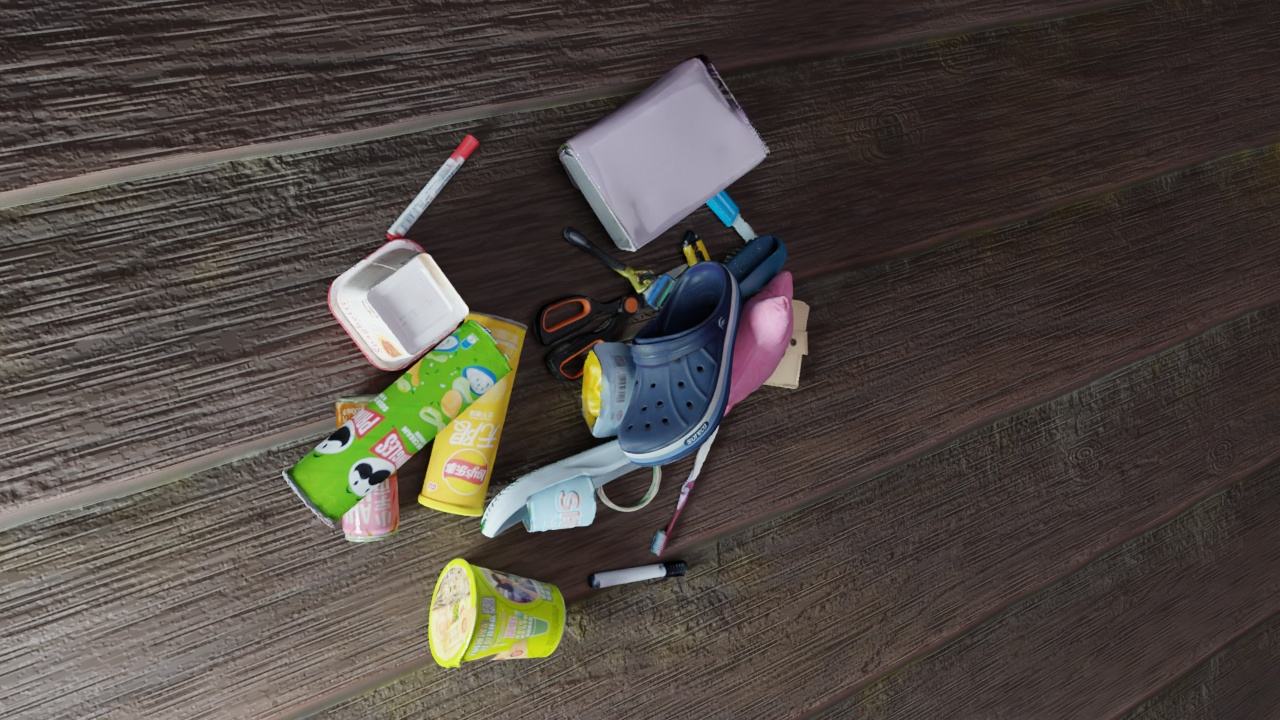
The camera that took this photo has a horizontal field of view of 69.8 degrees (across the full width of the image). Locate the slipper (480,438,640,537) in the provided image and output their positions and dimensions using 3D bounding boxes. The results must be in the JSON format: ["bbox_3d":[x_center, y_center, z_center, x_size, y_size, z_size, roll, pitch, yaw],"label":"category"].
[{"bbox_3d":[-0.063,0.146,1.026,0.245,0.104,0.074,-21,77,-21],"label":"slipper"}]

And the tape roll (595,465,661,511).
[{"bbox_3d":[-0.015,0.139,1.109,0.085,0.014,0.086,-1,93,-25],"label":"tape roll"}]

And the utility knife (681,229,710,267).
[{"bbox_3d":[0.088,-0.090,1.144,0.033,0.015,0.156,-34,108,-36],"label":"utility knife"}]

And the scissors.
[{"bbox_3d":[-0.022,-0.048,1.098,0.234,0.022,0.152,-6,100,-32],"label":"scissors"}]

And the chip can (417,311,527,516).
[{"bbox_3d":[-0.180,0.057,0.993,0.072,0.072,0.213,16,86,-26],"label":"chip can"}]

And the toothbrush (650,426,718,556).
[{"bbox_3d":[0.056,0.155,1.145,0.017,0.016,0.187,27,81,-15],"label":"toothbrush"}]

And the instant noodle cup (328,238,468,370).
[{"bbox_3d":[-0.239,-0.057,0.930,0.116,0.124,0.116,-40,108,-18],"label":"instant noodle cup"}]

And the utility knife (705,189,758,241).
[{"bbox_3d":[0.098,-0.198,1.144,0.034,0.018,0.225,-48,110,-9],"label":"utility knife"}]

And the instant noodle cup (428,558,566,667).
[{"bbox_3d":[-0.152,0.280,1.004,0.123,0.112,0.111,16,86,-33],"label":"instant noodle cup"}]

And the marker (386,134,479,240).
[{"bbox_3d":[-0.224,-0.186,0.991,0.017,0.017,0.145,41,76,-22],"label":"marker"}]

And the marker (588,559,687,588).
[{"bbox_3d":[-0.002,0.262,1.120,0.130,0.018,0.022,-4,87,-26],"label":"marker"}]

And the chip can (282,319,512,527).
[{"bbox_3d":[-0.233,0.057,0.901,0.235,0.072,0.072,-42,109,-15],"label":"chip can"}]

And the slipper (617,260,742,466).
[{"bbox_3d":[0.043,-0.008,0.996,0.095,0.105,0.252,42,59,-40],"label":"slipper"}]

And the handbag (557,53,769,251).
[{"bbox_3d":[0.023,-0.236,1.049,0.197,0.098,0.145,-36,109,-8],"label":"handbag"}]

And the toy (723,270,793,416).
[{"bbox_3d":[0.128,-0.014,1.059,0.074,0.195,0.178,27,47,1],"label":"toy"}]

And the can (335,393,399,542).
[{"bbox_3d":[-0.283,0.110,0.954,0.057,0.058,0.147,-4,94,-26],"label":"can"}]

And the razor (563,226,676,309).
[{"bbox_3d":[-0.029,-0.113,1.076,0.142,0.022,0.042,32,82,-9],"label":"razor"}]

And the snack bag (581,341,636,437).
[{"bbox_3d":[0.018,0.029,1.069,0.190,0.039,0.110,-3,90,-40],"label":"snack bag"}]

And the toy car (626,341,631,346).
[{"bbox_3d":[-0.007,0.006,1.095,0.122,0.037,0.056,-39,109,-20],"label":"toy car"}]

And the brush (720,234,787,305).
[{"bbox_3d":[0.130,-0.104,1.117,0.143,0.074,0.055,-41,111,-25],"label":"brush"}]

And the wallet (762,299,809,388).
[{"bbox_3d":[0.182,-0.024,1.192,0.087,0.024,0.115,7,88,-27],"label":"wallet"}]
